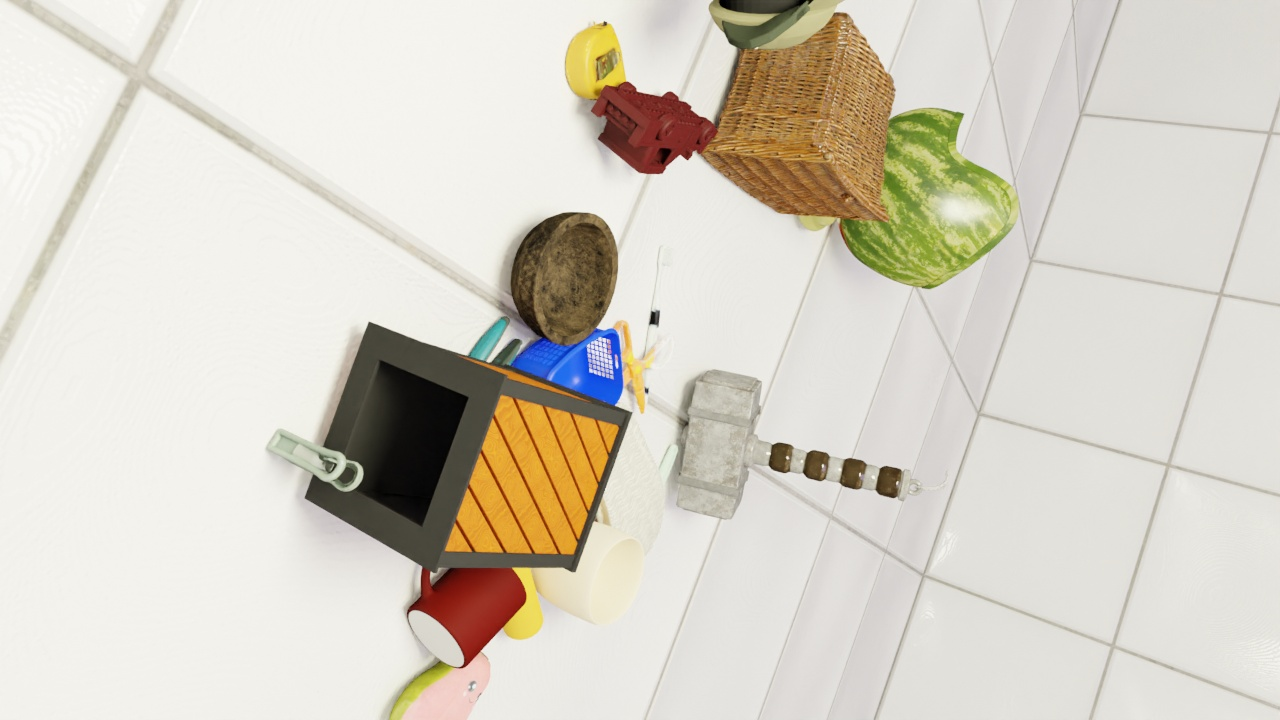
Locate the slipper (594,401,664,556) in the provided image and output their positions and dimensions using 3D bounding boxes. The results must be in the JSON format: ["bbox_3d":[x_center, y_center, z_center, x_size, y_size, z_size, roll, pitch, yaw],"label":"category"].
[{"bbox_3d":[-0.032,0.143,1.023,0.114,0.052,0.263,-50,146,-30],"label":"slipper"}]

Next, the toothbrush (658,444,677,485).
[{"bbox_3d":[0.014,0.177,1.145,0.022,0.015,0.154,27,80,-24],"label":"toothbrush"}]

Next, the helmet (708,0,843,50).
[{"bbox_3d":[0.104,-0.399,0.759,0.232,0.256,0.251,-48,142,-30],"label":"helmet"}]

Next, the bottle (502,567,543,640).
[{"bbox_3d":[-0.130,0.214,0.909,0.043,0.043,0.144,-43,138,-39],"label":"bottle"}]

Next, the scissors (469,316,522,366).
[{"bbox_3d":[-0.149,0.026,0.811,0.145,0.019,0.133,-5,108,-58],"label":"scissors"}]

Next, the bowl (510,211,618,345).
[{"bbox_3d":[-0.078,-0.079,0.837,0.121,0.056,0.121,-31,130,-48],"label":"bowl"}]

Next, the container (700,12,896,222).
[{"bbox_3d":[0.204,-0.287,1.092,0.249,0.162,0.183,15,88,-60],"label":"container"}]

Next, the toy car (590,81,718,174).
[{"bbox_3d":[0.012,-0.222,0.886,0.062,0.070,0.169,-54,166,24],"label":"toy car"}]

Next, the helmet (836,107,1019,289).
[{"bbox_3d":[0.412,-0.238,1.362,0.244,0.247,0.213,-36,173,15],"label":"helmet"}]

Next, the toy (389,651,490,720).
[{"bbox_3d":[-0.185,0.316,0.861,0.109,0.051,0.090,-49,143,-35],"label":"toy"}]

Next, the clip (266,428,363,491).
[{"bbox_3d":[-0.230,0.071,0.651,0.023,0.076,0.044,-64,146,-16],"label":"clip"}]

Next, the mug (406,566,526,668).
[{"bbox_3d":[-0.165,0.212,0.834,0.082,0.073,0.106,-43,114,-40],"label":"mug"}]

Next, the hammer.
[{"bbox_3d":[0.210,0.129,1.138,0.079,0.326,0.177,-34,134,-70],"label":"hammer"}]

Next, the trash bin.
[{"bbox_3d":[-0.127,0.072,0.716,0.171,0.140,0.139,21,88,-58],"label":"trash bin"}]

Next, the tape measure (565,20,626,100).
[{"bbox_3d":[-0.040,-0.269,0.832,0.058,0.030,0.068,-47,140,-39],"label":"tape measure"}]

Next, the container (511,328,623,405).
[{"bbox_3d":[-0.073,0.019,0.890,0.114,0.058,0.096,-38,135,-43],"label":"container"}]

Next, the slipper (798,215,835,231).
[{"bbox_3d":[0.275,-0.274,1.282,0.091,0.082,0.191,-13,113,-58],"label":"slipper"}]

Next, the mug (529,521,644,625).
[{"bbox_3d":[-0.056,0.214,0.968,0.120,0.100,0.096,2,101,-56],"label":"mug"}]

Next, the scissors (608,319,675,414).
[{"bbox_3d":[-0.003,0.005,1.025,0.130,0.011,0.125,-31,127,-32],"label":"scissors"}]

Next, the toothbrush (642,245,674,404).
[{"bbox_3d":[0.017,-0.038,1.045,0.012,0.017,0.187,-5,109,-43],"label":"toothbrush"}]
